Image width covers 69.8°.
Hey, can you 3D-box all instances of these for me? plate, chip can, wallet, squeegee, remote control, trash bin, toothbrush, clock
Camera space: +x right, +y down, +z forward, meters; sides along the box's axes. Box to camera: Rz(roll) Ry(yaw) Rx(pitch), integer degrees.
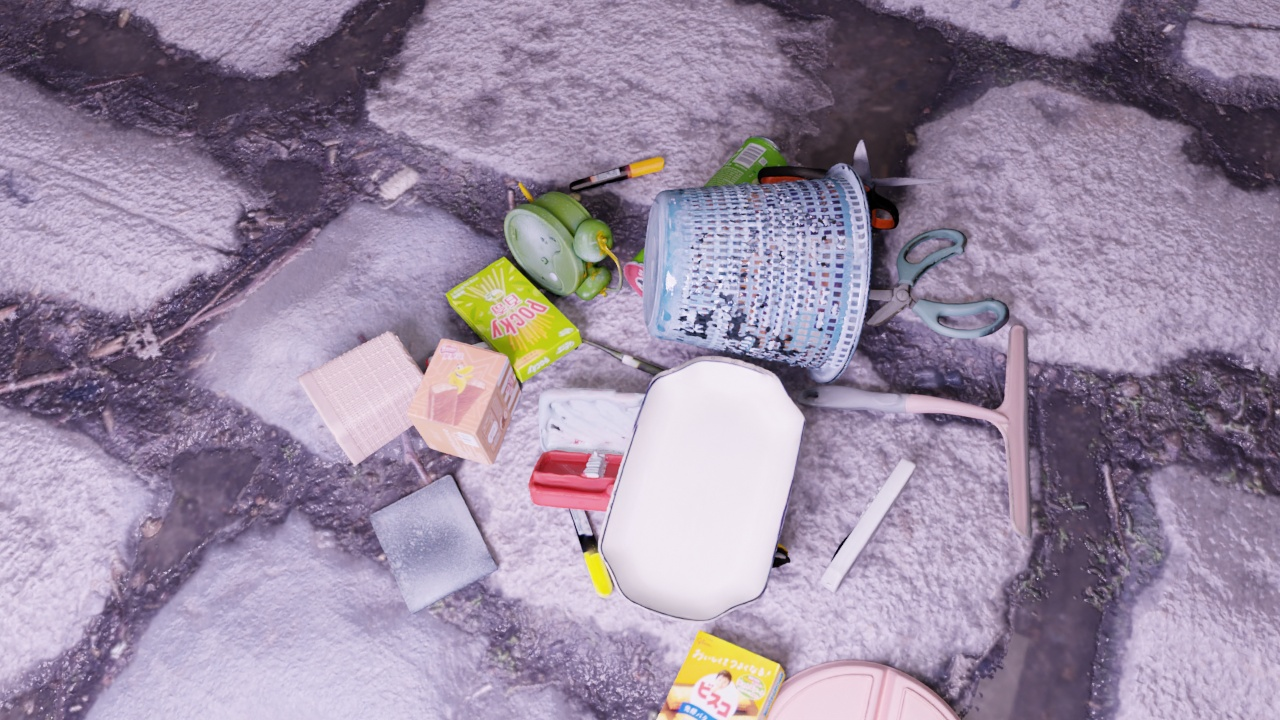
[{"bbox_3d":[0.200,0.386,0.821,0.229,0.028,0.229,-2,63,3],"label":"plate"},{"bbox_3d":[0.081,-0.165,1.081,0.072,0.072,0.235,35,70,19],"label":"chip can"},{"bbox_3d":[0.061,0.120,0.878,0.162,0.034,0.265,13,65,8],"label":"plate"},{"bbox_3d":[-0.215,0.188,0.950,0.097,0.019,0.120,-27,63,-12],"label":"wallet"},{"bbox_3d":[0.293,0.050,0.980,0.250,0.040,0.247,7,64,7],"label":"squeegee"},{"bbox_3d":[0.226,0.163,0.914,0.021,0.058,0.149,33,69,21],"label":"remote control"},{"bbox_3d":[0.106,-0.094,0.941,0.195,0.227,0.226,3,63,-6],"label":"trash bin"},{"bbox_3d":[-0.006,0.006,1.033,0.186,0.012,0.017,22,72,13],"label":"toothbrush"},{"bbox_3d":[-0.084,-0.129,1.050,0.161,0.116,0.056,34,59,21],"label":"clock"}]

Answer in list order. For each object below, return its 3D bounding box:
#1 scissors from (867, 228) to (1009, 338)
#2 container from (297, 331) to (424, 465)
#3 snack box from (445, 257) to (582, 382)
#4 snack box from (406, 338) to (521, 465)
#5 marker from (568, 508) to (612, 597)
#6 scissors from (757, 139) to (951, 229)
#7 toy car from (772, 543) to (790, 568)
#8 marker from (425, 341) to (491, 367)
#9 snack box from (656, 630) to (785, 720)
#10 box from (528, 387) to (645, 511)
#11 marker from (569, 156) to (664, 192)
[{"bbox_3d":[0.343,-0.074,1.045,0.170,0.019,0.181,-40,61,-16],"label":"scissors"},{"bbox_3d":[-0.290,0.038,0.991,0.110,0.090,0.090,-32,66,-16],"label":"container"},{"bbox_3d":[-0.145,-0.049,1.044,0.085,0.026,0.156,-35,56,-17],"label":"snack box"},{"bbox_3d":[-0.185,0.045,0.977,0.077,0.093,0.094,15,65,10],"label":"snack box"},{"bbox_3d":[-0.055,0.186,0.944,0.018,0.015,0.124,-19,61,-7],"label":"marker"},{"bbox_3d":[0.233,-0.195,1.012,0.221,0.233,0.021,12,81,25],"label":"scissors"},{"bbox_3d":[0.070,0.184,0.906,0.156,0.071,0.041,4,66,3],"label":"toy car"},{"bbox_3d":[-0.174,-0.015,1.050,0.145,0.017,0.017,-16,63,-5],"label":"marker"},{"bbox_3d":[0.065,0.330,0.842,0.087,0.034,0.140,16,62,31],"label":"snack box"},{"bbox_3d":[-0.012,0.091,0.940,0.201,0.101,0.102,3,26,5],"label":"box"},{"bbox_3d":[-0.030,-0.233,1.155,0.124,0.015,0.018,-15,62,-2],"label":"marker"}]
